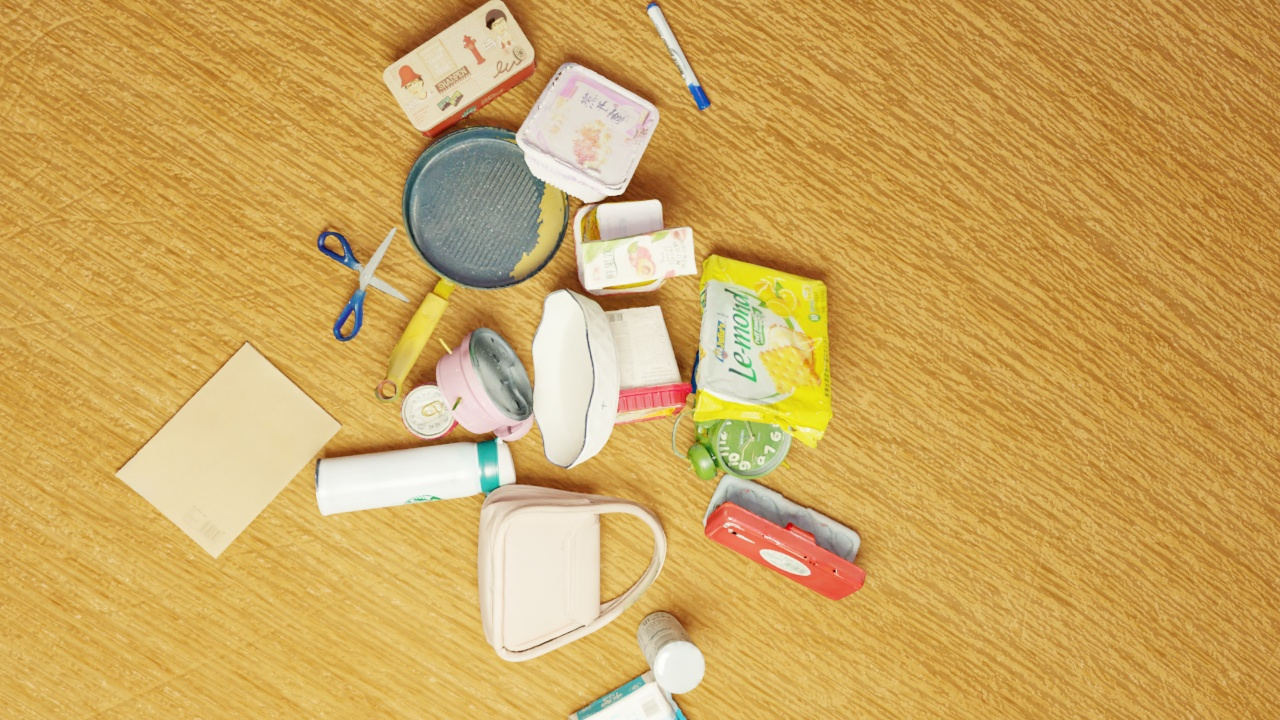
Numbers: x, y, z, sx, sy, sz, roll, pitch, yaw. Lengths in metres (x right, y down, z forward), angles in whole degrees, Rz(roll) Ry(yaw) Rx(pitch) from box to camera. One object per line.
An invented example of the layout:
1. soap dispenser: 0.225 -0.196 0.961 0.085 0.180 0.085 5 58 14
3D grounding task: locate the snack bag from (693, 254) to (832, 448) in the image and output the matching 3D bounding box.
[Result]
1. snack bag: 0.142 -0.014 1.092 0.158 0.068 0.245 13 50 -7

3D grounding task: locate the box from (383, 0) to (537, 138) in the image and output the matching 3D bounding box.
1. box: -0.213 -0.347 1.101 0.168 0.077 0.091 -33 94 -1

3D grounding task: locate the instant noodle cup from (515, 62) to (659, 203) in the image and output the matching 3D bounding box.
1. instant noodle cup: -0.066 -0.262 1.091 0.138 0.061 0.173 27 51 -6

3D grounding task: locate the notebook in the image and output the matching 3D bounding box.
1. notebook: -0.481 0.106 1.077 0.149 0.012 0.211 43 84 -6

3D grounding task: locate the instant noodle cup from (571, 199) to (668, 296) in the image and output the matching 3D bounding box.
1. instant noodle cup: -0.018 -0.141 1.092 0.116 0.124 0.116 -6 89 -8

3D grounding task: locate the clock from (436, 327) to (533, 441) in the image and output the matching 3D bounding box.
1. clock: -0.170 0.033 1.059 0.060 0.158 0.117 -27 61 19

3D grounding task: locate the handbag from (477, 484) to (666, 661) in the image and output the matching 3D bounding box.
1. handbag: -0.075 0.239 1.088 0.233 0.093 0.193 -5 107 -21

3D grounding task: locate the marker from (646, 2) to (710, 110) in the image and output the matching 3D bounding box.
1. marker: 0.048 -0.384 1.161 0.017 0.017 0.146 -29 93 -8

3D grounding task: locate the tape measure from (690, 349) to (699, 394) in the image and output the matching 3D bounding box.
1. tape measure: 0.091 0.018 1.149 0.054 0.025 0.058 9 88 15

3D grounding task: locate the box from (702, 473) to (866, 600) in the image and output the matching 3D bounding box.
1. box: 0.183 0.213 1.147 0.201 0.095 0.097 27 54 -5

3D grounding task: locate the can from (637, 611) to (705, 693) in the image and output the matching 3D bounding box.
1. can: 0.033 0.339 1.076 0.058 0.147 0.058 0 88 -8

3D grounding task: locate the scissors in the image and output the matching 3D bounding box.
1. scissors: -0.326 -0.097 1.063 0.162 0.012 0.174 50 121 21

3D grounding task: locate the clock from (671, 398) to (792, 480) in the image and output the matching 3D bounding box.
1. clock: 0.113 0.089 1.119 0.161 0.056 0.116 0 105 -18

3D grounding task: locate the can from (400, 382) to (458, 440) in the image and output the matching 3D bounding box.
1. can: -0.243 0.058 1.070 0.066 0.094 0.066 0 88 -8

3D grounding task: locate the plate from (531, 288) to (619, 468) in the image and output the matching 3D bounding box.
1. plate: -0.076 0.020 1.047 0.045 0.205 0.205 -1 89 -24

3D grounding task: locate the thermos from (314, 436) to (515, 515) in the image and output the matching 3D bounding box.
1. thermos: -0.260 0.137 1.080 0.224 0.073 0.073 -6 89 -9

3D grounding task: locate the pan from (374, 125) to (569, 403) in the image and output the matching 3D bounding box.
1. pan: -0.219 -0.111 1.086 0.197 0.078 0.357 27 85 -6

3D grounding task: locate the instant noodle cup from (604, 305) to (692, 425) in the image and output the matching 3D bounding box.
1. instant noodle cup: -0.007 0.006 1.102 0.116 0.116 0.124 -7 78 -9

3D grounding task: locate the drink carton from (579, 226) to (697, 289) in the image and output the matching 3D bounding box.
1. drink carton: -0.004 -0.113 1.006 0.122 0.045 0.053 -10 101 -7

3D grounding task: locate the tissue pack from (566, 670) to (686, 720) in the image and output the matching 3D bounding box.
1. tissue pack: -0.016 0.445 1.109 0.140 0.063 0.090 -26 91 -9
